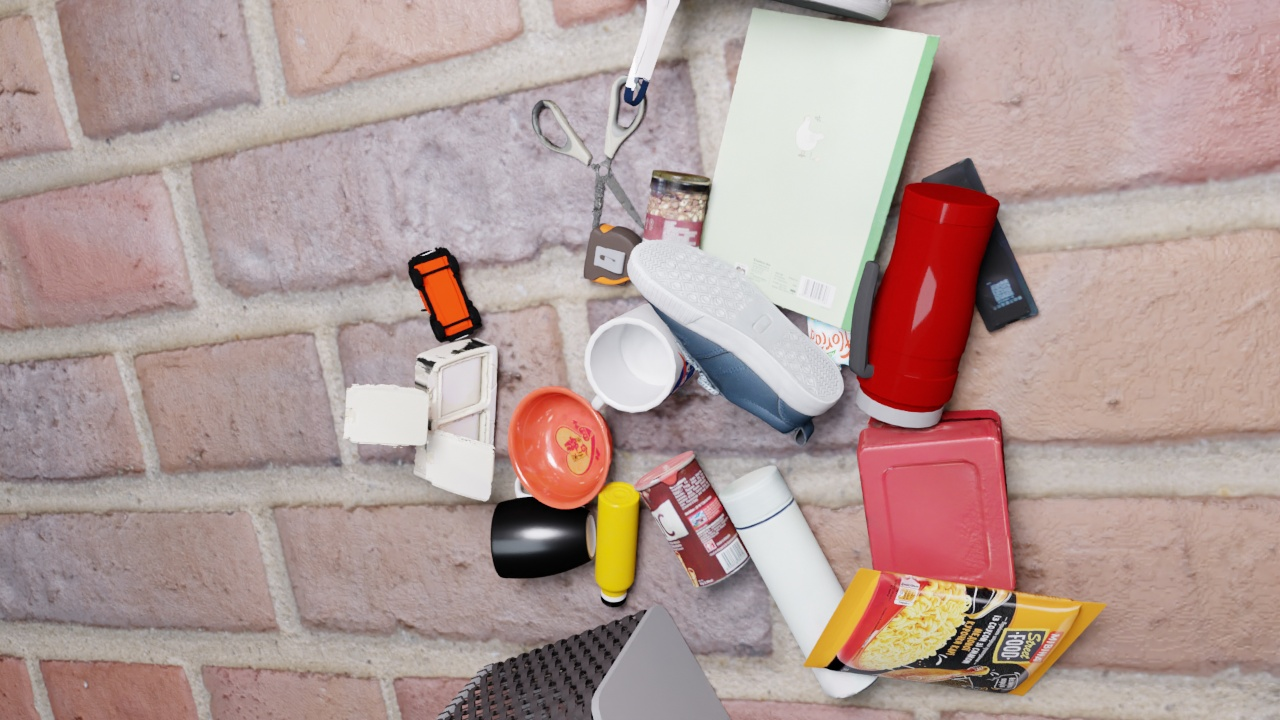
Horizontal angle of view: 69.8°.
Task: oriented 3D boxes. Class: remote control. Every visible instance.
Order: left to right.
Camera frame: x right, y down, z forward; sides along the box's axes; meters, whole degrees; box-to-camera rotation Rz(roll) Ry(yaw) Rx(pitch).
[{"bbox_3d":[0.296,-0.100,0.802,0.047,0.022,0.150,-25,94,24],"label":"remote control"}]

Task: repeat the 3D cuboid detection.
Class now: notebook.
[{"bbox_3d":[0.144,-0.171,0.816,0.182,0.010,0.253,25,112,35],"label":"notebook"}]

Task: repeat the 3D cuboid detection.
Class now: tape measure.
[{"bbox_3d":[-0.026,-0.102,0.912,0.059,0.038,0.058,18,114,11],"label":"tape measure"}]

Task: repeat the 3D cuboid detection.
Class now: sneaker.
[{"bbox_3d":[0.078,-0.016,0.842,0.235,0.089,0.088,40,134,2],"label":"sneaker"}]

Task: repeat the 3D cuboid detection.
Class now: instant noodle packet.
[{"bbox_3d":[0.277,0.249,0.828,0.220,0.032,0.160,9,132,-5],"label":"instant noodle packet"}]

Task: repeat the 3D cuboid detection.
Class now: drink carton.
[{"bbox_3d":[0.176,-0.055,0.849,0.044,0.038,0.129,-2,102,21],"label":"drink carton"}]

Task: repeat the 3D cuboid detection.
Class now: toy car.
[{"bbox_3d":[-0.212,-0.070,0.984,0.049,0.051,0.100,-7,106,66],"label":"toy car"}]

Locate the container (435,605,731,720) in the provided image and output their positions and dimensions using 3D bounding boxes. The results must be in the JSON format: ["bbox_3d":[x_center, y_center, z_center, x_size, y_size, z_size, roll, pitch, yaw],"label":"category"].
[{"bbox_3d":[-0.055,0.430,0.947,0.244,0.245,0.247,-30,91,21],"label":"container"}]

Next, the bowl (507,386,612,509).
[{"bbox_3d":[-0.076,0.088,0.969,0.131,0.045,0.130,5,99,31],"label":"bowl"}]

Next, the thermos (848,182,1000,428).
[{"bbox_3d":[0.233,-0.045,0.786,0.108,0.084,0.199,-3,116,-22],"label":"thermos"}]

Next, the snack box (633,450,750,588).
[{"bbox_3d":[0.053,0.161,0.931,0.072,0.072,0.121,-29,92,24],"label":"snack box"}]

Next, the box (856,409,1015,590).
[{"bbox_3d":[0.270,0.130,0.836,0.129,0.087,0.158,-7,100,17],"label":"box"}]

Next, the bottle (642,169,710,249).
[{"bbox_3d":[0.031,-0.125,0.877,0.056,0.056,0.105,13,106,17],"label":"bottle"}]

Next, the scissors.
[{"bbox_3d":[-0.044,-0.207,0.910,0.157,0.012,0.171,32,113,11],"label":"scissors"}]

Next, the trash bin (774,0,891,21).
[{"bbox_3d":[0.150,-0.376,0.720,0.156,0.156,0.183,19,111,15],"label":"trash bin"}]

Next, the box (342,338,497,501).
[{"bbox_3d":[-0.193,0.074,0.927,0.105,0.186,0.144,18,115,32],"label":"box"}]

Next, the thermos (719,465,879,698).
[{"bbox_3d":[0.158,0.217,0.908,0.068,0.067,0.230,-29,92,24],"label":"thermos"}]

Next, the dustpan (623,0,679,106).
[{"bbox_3d":[0.020,-0.355,0.760,0.236,0.080,0.273,32,99,55],"label":"dustpan"}]

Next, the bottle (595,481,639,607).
[{"bbox_3d":[-0.026,0.200,0.976,0.043,0.043,0.144,13,120,17],"label":"bottle"}]

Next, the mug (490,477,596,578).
[{"bbox_3d":[-0.102,0.175,0.996,0.100,0.085,0.118,-4,71,9],"label":"mug"}]

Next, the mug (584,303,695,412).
[{"bbox_3d":[-0.005,0.005,0.904,0.091,0.090,0.121,46,114,5],"label":"mug"}]
